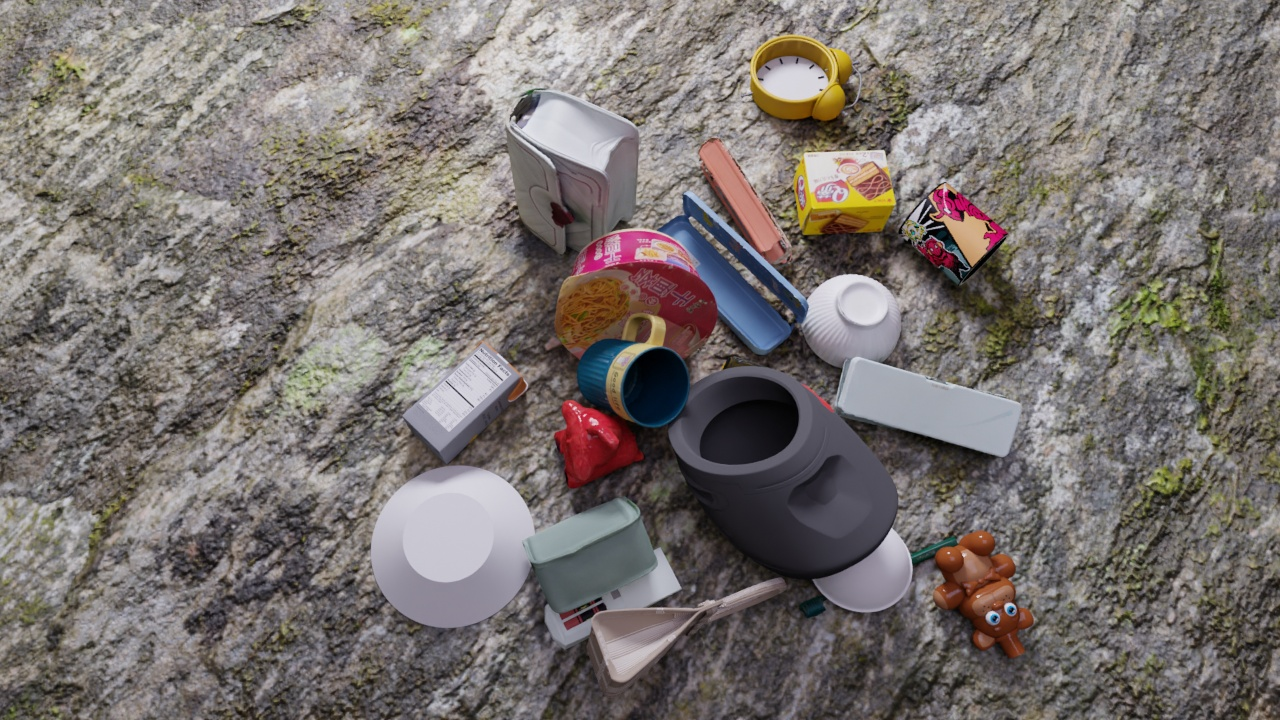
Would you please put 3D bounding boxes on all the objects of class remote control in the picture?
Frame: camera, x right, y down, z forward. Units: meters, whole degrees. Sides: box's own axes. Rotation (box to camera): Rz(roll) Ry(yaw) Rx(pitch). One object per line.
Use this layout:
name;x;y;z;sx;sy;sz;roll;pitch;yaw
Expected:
remote control;-0.031;0.247;0.955;0.143;0.024;0.049;-24;70;-12

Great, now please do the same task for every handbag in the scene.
handbag;0.050;0.252;0.878;0.197;0.176;0.062;-18;69;-12
handbag;-0.084;-0.206;1.051;0.142;0.199;0.096;24;70;8
handbag;-0.050;0.195;0.937;0.121;0.106;0.067;-24;104;-11

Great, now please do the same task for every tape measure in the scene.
tape measure;0.121;0.024;1.034;0.065;0.064;0.037;22;75;-3

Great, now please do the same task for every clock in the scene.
clock;0.215;-0.371;1.213;0.152;0.052;0.113;13;67;8

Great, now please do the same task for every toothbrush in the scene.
toothbrush;0.256;0.231;0.977;0.189;0.016;0.017;-21;52;-11

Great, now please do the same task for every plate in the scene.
plate;-0.199;0.189;0.966;0.174;0.036;0.173;1;67;-2

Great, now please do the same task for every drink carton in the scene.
drink carton;-0.194;0.046;1.020;0.076;0.048;0.124;41;71;14

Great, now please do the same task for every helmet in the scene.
helmet;0.147;0.125;0.926;0.164;0.170;0.265;-40;32;-12

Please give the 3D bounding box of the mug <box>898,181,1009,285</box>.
mug;0.389;-0.160;1.122;0.098;0.082;0.117;45;45;15

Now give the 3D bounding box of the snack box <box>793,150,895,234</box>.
snack box;0.251;-0.208;1.138;0.106;0.061;0.083;-3;67;-3

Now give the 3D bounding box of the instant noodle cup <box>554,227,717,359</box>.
instant noodle cup;-0.007;-0.072;1.022;0.178;0.179;0.077;-2;51;-3

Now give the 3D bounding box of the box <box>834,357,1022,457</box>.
box;0.322;0.054;1.033;0.199;0.066;0.083;14;69;-1

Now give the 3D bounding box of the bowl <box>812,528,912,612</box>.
bowl;0.232;0.204;0.962;0.110;0.041;0.109;-2;54;2

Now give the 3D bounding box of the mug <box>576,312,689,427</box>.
mug;-0.006;0.006;0.973;0.083;0.107;0.113;12;92;-30

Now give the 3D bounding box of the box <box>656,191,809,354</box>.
box;0.100;-0.102;1.086;0.074;0.078;0.209;-40;73;-13

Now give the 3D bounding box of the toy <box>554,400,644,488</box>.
toy;-0.036;0.080;0.975;0.094;0.133;0.088;-10;78;-17

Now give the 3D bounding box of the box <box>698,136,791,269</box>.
box;0.129;-0.191;1.147;0.058;0.062;0.188;-31;72;13

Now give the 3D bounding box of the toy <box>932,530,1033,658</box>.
toy;0.359;0.246;0.953;0.095;0.065;0.127;-26;76;-6

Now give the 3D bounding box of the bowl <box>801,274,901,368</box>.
bowl;0.252;-0.054;1.073;0.118;0.062;0.118;1;67;-2
